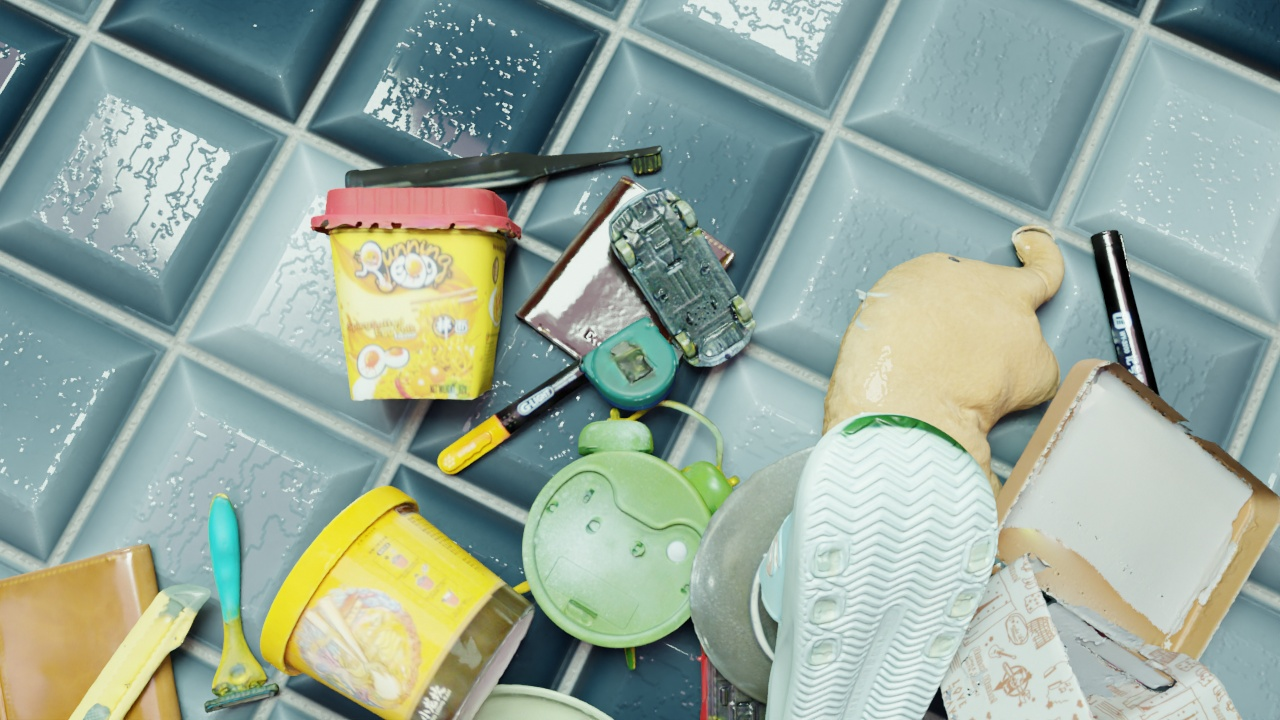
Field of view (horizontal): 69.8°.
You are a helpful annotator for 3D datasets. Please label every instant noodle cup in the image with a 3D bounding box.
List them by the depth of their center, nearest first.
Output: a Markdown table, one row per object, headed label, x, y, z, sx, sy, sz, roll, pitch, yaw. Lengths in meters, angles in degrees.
| label | x | y | z | sx | sy | sz | roll | pitch | yaw |
| --- | --- | --- | --- | --- | --- | --- | --- | --- | --- |
| instant noodle cup | -0.132 | 0.151 | 0.530 | 0.114 | 0.118 | 0.118 | 30 | 83 | 8 |
| instant noodle cup | -0.135 | -0.040 | 0.571 | 0.116 | 0.116 | 0.123 | 0 | 93 | -1 |

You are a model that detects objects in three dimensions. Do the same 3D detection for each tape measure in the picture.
| label | x | y | z | sx | sy | sz | roll | pitch | yaw |
| --- | --- | --- | --- | --- | --- | --- | --- | --- | --- |
| tape measure | -0.003 | 0.003 | 0.578 | 0.058 | 0.025 | 0.054 | -33 | 62 | -15 |

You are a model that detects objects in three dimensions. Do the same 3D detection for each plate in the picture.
| label | x | y | z | sx | sy | sz | roll | pitch | yaw |
| --- | --- | --- | --- | --- | --- | --- | --- | --- | --- |
| plate | 0.118 | 0.134 | 0.533 | 0.179 | 0.024 | 0.179 | -1 | 104 | -5 |
| plate | -0.082 | 0.314 | 0.558 | 0.230 | 0.027 | 0.230 | 0 | 81 | 0 |

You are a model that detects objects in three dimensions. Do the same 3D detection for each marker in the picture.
| label | x | y | z | sx | sy | sz | roll | pitch | yaw |
| --- | --- | --- | --- | --- | --- | --- | --- | --- | --- |
| marker | -0.079 | 0.035 | 0.598 | 0.124 | 0.015 | 0.018 | -34 | 90 | 0 |
| marker | 0.325 | -0.022 | 0.613 | 0.022 | 0.020 | 0.132 | -3 | 80 | -31 |

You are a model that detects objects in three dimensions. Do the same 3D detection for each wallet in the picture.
| label | x | y | z | sx | sy | sz | roll | pitch | yaw |
| --- | --- | --- | --- | --- | --- | --- | --- | --- | --- |
| wallet | -0.355 | 0.192 | 0.568 | 0.119 | 0.035 | 0.130 | -14 | 83 | -4 |
| wallet | -0.010 | -0.050 | 0.615 | 0.096 | 0.020 | 0.122 | 36 | 85 | 4 |

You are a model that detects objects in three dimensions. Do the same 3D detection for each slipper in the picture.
| label | x | y | z | sx | sy | sz | roll | pitch | yaw |
| --- | --- | --- | --- | --- | --- | --- | --- | --- | --- |
| slipper | 0.113 | 0.130 | 0.485 | 0.104 | 0.074 | 0.246 | -2 | 120 | -11 |

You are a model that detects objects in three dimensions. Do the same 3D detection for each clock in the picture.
| label | x | y | z | sx | sy | sz | roll | pitch | yaw |
| --- | --- | --- | --- | --- | --- | --- | --- | --- | --- |
| clock | -0.005 | 0.101 | 0.574 | 0.116 | 0.056 | 0.161 | 30 | 83 | 3 |

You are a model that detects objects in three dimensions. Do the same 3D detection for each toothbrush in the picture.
| label | x | y | z | sx | sy | sz | roll | pitch | yaw |
| --- | --- | --- | --- | --- | --- | --- | --- | --- | --- |
| toothbrush | -0.090 | -0.127 | 0.622 | 0.212 | 0.026 | 0.027 | -7 | 116 | -3 |

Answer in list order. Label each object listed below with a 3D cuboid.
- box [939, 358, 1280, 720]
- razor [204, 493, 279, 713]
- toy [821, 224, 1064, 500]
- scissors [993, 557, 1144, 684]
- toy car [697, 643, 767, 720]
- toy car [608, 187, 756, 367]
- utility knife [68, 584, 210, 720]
| label | x | y | z | sx | sy | sz | roll | pitch | yaw |
| --- | --- | --- | --- | --- | --- | --- | --- | --- | --- |
| box | 0.268 | 0.152 | 0.511 | 0.179 | 0.133 | 0.270 | 33 | 58 | -17 |
| razor | -0.259 | 0.150 | 0.579 | 0.043 | 0.028 | 0.132 | -7 | 85 | -25 |
| toy | 0.198 | -0.005 | 0.582 | 0.143 | 0.082 | 0.225 | 30 | 81 | -13 |
| scissors | 0.284 | 0.149 | 0.591 | 0.133 | 0.017 | 0.131 | 31 | 85 | 7 |
| toy car | 0.061 | 0.196 | 0.571 | 0.049 | 0.031 | 0.106 | 0 | 89 | -14 |
| toy car | 0.026 | -0.053 | 0.590 | 0.054 | 0.037 | 0.120 | -34 | 100 | -4 |
| utility knife | -0.328 | 0.222 | 0.549 | 0.031 | 0.021 | 0.208 | 32 | 87 | 4 |
